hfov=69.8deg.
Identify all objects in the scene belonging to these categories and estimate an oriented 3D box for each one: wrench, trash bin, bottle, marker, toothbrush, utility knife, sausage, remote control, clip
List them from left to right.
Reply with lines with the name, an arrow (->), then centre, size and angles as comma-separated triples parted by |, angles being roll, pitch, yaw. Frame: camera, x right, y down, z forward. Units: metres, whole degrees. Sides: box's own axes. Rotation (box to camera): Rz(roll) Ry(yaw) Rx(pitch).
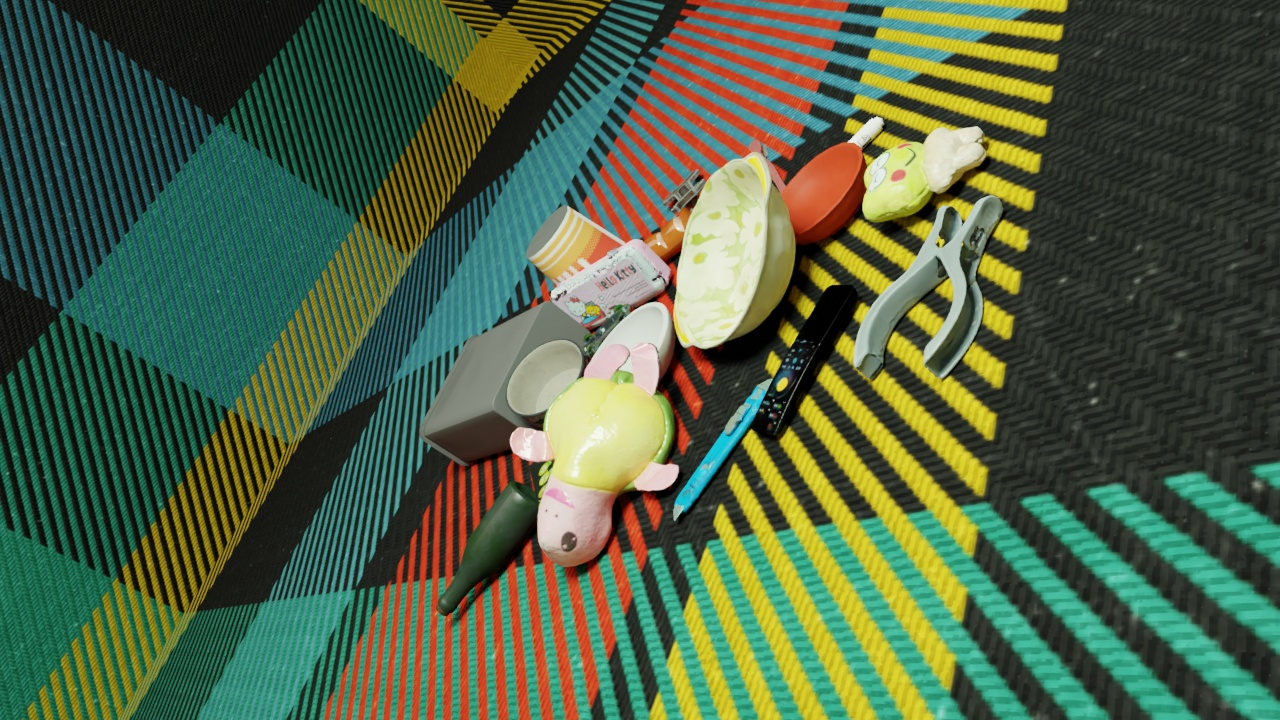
bottle -> -0.178, 0.222, 1.056 | 0.174, 0.055, 0.055 | -53, 23, 4
trash bin -> -0.192, 0.035, 1.294 | 0.220, 0.097, 0.191 | -20, 40, 51
wrench -> 0.058, -0.221, 1.204 | 0.070, 0.010, 0.273 | -44, 9, 10
sausage -> 0.058, -0.176, 1.181 | 0.165, 0.044, 0.039 | -41, 31, 27
utility knife -> 0.075, 0.078, 0.829 | 0.158, 0.015, 0.031 | -56, 18, -3
toothbrush -> 0.159, -0.228, 1.109 | 0.015, 0.015, 0.184 | -45, 27, 20
remote control -> 0.144, -0.001, 0.802 | 0.151, 0.020, 0.041 | -58, 24, -10
marker -> 0.206, -0.208, 0.976 | 0.134, 0.020, 0.017 | -45, 20, 18
clip -> 0.213, -0.053, 0.735 | 0.143, 0.029, 0.171 | -15, 43, 54

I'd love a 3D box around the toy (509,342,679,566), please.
toy -> -0.040, 0.091, 0.924 | 0.190, 0.088, 0.237 | 10, 71, 23

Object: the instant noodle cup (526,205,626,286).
instant noodle cup -> -0.089, -0.149, 1.324 | 0.124, 0.121, 0.123 | -42, 25, 25

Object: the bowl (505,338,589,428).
bowl -> -0.105, 0.036, 1.149 | 0.116, 0.059, 0.115 | -21, 45, 22

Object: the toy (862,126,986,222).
toy -> 0.248, -0.168, 0.811 | 0.115, 0.046, 0.091 | -23, 33, 37

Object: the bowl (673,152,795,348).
bowl -> 0.102, -0.102, 0.921 | 0.188, 0.060, 0.220 | -105, 30, -44

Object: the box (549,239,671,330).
box -> -0.045, -0.096, 1.217 | 0.203, 0.086, 0.044 | -23, 28, 50

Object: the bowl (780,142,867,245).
bowl -> 0.186, -0.162, 0.929 | 0.122, 0.035, 0.121 | -42, 25, 25

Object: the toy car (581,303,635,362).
toy car -> -0.039, -0.034, 1.174 | 0.091, 0.036, 0.042 | -50, 23, 9

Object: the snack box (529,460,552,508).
snack box -> -0.084, 0.131, 1.041 | 0.080, 0.025, 0.147 | -50, 23, 8

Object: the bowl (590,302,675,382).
bowl -> -0.006, 0.006, 1.047 | 0.150, 0.043, 0.149 | -41, 26, 26
